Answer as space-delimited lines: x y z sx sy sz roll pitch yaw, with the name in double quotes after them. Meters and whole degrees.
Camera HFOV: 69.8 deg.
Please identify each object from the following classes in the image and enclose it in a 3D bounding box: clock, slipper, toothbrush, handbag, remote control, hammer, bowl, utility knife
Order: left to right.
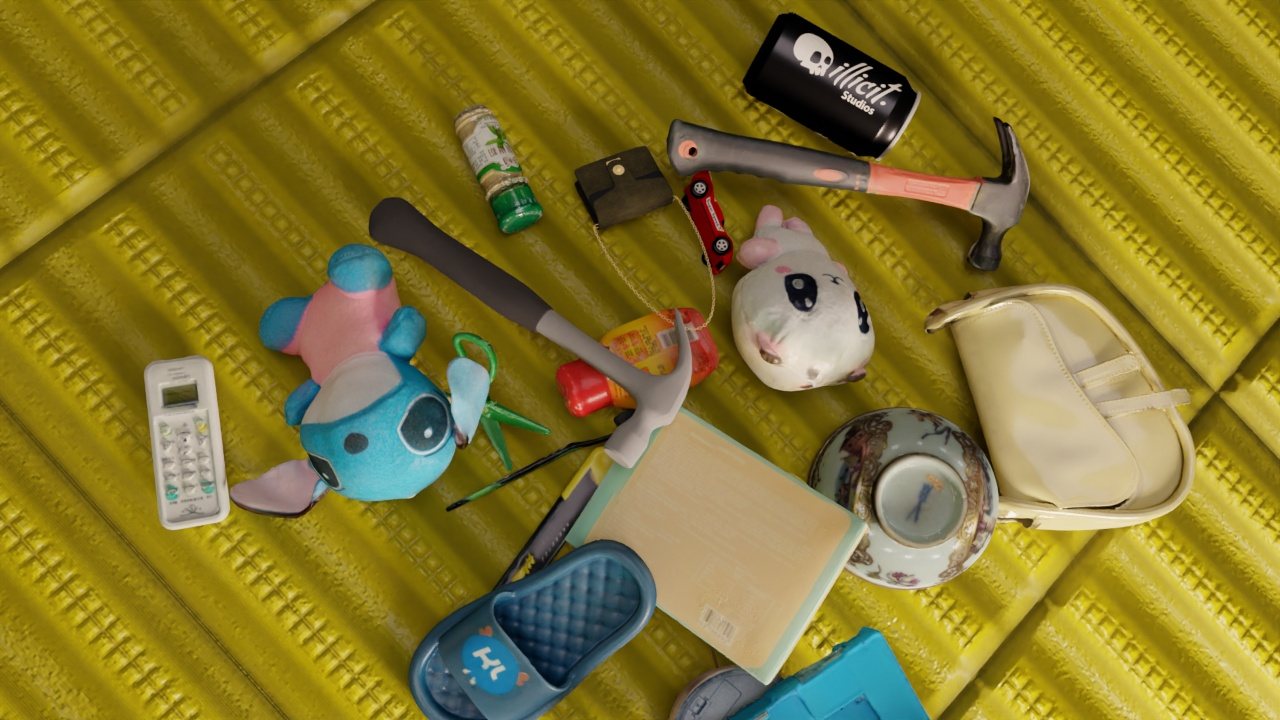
-0.355 0.064 0.721 0.050 0.022 0.133 -9 81 -10 "remote control"
-0.094 -0.047 0.750 0.311 0.029 0.124 34 73 12 "hammer"
-0.082 0.216 0.696 0.214 0.059 0.104 -33 87 9 "slipper"
-0.076 0.081 0.768 0.187 0.014 0.017 -25 71 -13 "toothbrush"
-0.073 0.145 0.755 0.029 0.020 0.174 35 77 0 "utility knife"
0.010 -0.103 0.788 0.084 0.027 0.178 -22 70 -12 "handbag"
0.090 0.311 0.729 0.158 0.059 0.116 39 77 -1 "clock"
0.184 -0.163 0.804 0.333 0.033 0.133 6 118 -10 "hammer"
0.220 0.113 0.750 0.160 0.094 0.160 -1 83 5 "bowl"
0.370 0.039 0.813 0.190 0.089 0.232 -14 82 -8 "handbag"

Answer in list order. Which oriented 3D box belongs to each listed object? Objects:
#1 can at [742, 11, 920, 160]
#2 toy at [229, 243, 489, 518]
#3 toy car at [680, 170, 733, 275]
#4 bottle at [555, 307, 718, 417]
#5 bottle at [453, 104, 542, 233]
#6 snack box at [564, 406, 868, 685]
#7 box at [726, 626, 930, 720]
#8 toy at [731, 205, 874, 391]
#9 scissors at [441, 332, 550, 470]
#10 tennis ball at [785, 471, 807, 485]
0.173 -0.249 0.836 0.146 0.080 0.080 29 76 -3 "can"
-0.227 0.023 0.714 0.224 0.098 0.191 -27 80 16 "toy"
0.061 -0.123 0.816 0.025 0.038 0.089 -18 83 -15 "toy car"
-0.005 0.005 0.776 0.134 0.048 0.071 -22 82 -13 "bottle"
-0.124 -0.166 0.793 0.042 0.043 0.110 -24 83 -13 "bottle"
0.057 0.135 0.719 0.194 0.044 0.141 31 87 21 "snack box"
0.118 0.332 0.670 0.243 0.060 0.175 -29 69 -13 "box"
0.134 -0.055 0.790 0.138 0.102 0.179 14 58 -28 "toy"
-0.137 0.038 0.749 0.123 0.011 0.127 -13 108 19 "scissors"
0.114 0.125 0.764 0.065 0.065 0.065 2 79 -9 "tennis ball"
